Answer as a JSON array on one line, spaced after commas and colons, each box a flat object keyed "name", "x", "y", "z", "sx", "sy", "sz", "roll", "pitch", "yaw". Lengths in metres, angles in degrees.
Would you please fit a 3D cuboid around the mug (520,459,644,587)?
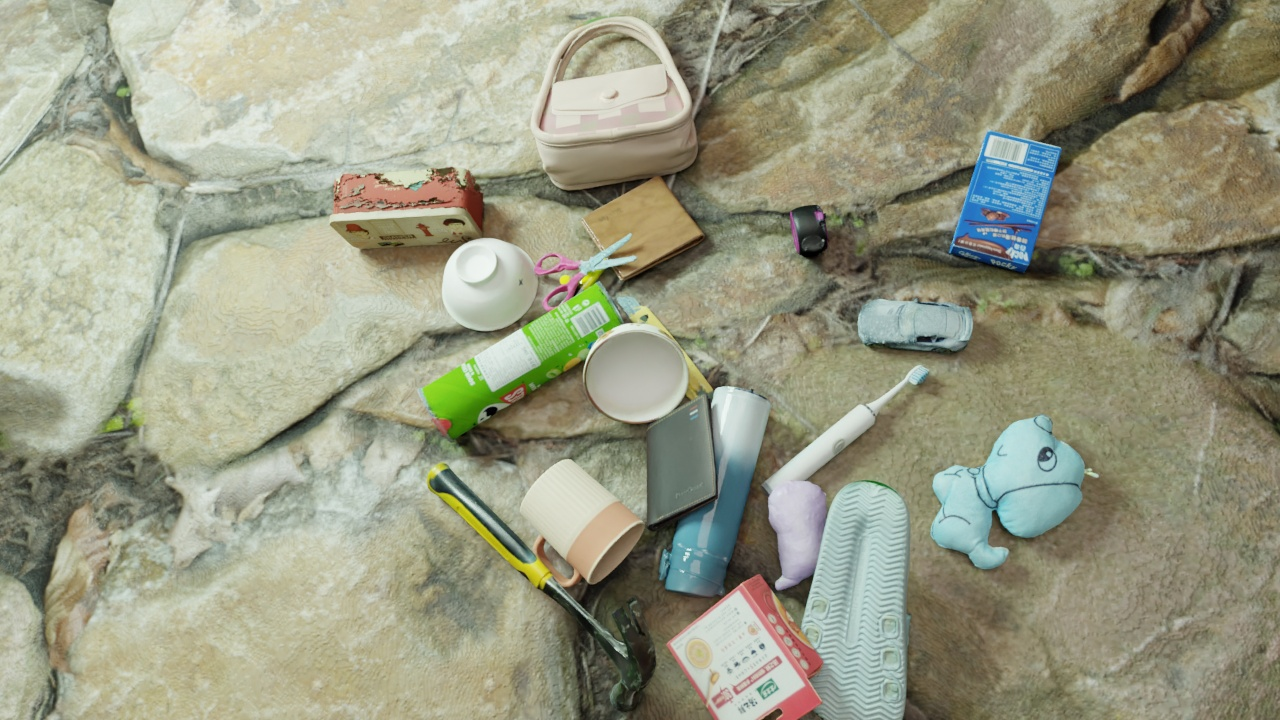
[{"name": "mug", "x": -0.069, "y": 0.178, "z": 0.958, "sx": 0.106, "sy": 0.081, "sz": 0.115, "roll": 40, "pitch": 109, "yaw": 20}]

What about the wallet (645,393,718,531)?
[{"name": "wallet", "x": 0.041, "y": 0.106, "z": 0.952, "sx": 0.097, "sy": 0.020, "sz": 0.122, "roll": -35, "pitch": 42, "yaw": 36}]

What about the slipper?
[{"name": "slipper", "x": 0.213, "y": 0.238, "z": 0.893, "sx": 0.104, "sy": 0.074, "sz": 0.245, "roll": 6, "pitch": 88, "yaw": 19}]

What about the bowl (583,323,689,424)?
[{"name": "bowl", "x": -0.006, "y": 0.006, "z": 1.002, "sx": 0.113, "sy": 0.113, "sz": 0.062, "roll": -12, "pitch": 28, "yaw": 3}]

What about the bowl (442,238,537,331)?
[{"name": "bowl", "x": -0.185, "y": -0.100, "z": 1.073, "sx": 0.118, "sy": 0.065, "sz": 0.118, "roll": -3, "pitch": 70, "yaw": 7}]

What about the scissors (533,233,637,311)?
[{"name": "scissors", "x": -0.067, "y": -0.116, "z": 1.070, "sx": 0.137, "sy": 0.017, "sz": 0.096, "roll": -36, "pitch": 61, "yaw": 9}]

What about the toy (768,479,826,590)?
[{"name": "toy", "x": 0.168, "y": 0.174, "z": 0.937, "sx": 0.084, "sy": 0.039, "sz": 0.108, "roll": -12, "pitch": 86, "yaw": 0}]

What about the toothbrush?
[{"name": "toothbrush", "x": 0.220, "y": 0.075, "z": 0.978, "sx": 0.221, "sy": 0.027, "sz": 0.026, "roll": -38, "pitch": 40, "yaw": -7}]

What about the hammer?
[{"name": "hammer", "x": -0.108, "y": 0.212, "z": 0.940, "sx": 0.323, "sy": 0.126, "sz": 0.031, "roll": 38, "pitch": 44, "yaw": 24}]

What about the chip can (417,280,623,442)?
[{"name": "chip can", "x": -0.129, "y": 0.001, "z": 1.025, "sx": 0.236, "sy": 0.072, "sz": 0.072, "roll": -32, "pitch": 70, "yaw": -4}]

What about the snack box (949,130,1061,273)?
[{"name": "snack box", "x": 0.414, "y": -0.181, "z": 1.042, "sx": 0.084, "sy": 0.026, "sz": 0.157, "roll": 18, "pitch": 74, "yaw": 14}]

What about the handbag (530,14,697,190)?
[{"name": "handbag", "x": -0.034, "y": -0.333, "z": 1.135, "sx": 0.193, "sy": 0.093, "sz": 0.233, "roll": -6, "pitch": 62, "yaw": 4}]

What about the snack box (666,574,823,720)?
[{"name": "snack box", "x": 0.105, "y": 0.292, "z": 0.880, "sx": 0.113, "sy": 0.044, "sz": 0.127, "roll": -45, "pitch": 68, "yaw": 26}]

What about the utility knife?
[{"name": "utility knife", "x": 0.029, "y": -0.012, "z": 1.043, "sx": 0.031, "sy": 0.019, "sz": 0.173, "roll": -34, "pitch": 65, "yaw": -11}]

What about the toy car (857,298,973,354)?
[{"name": "toy car", "x": 0.300, "y": -0.039, "z": 1.003, "sx": 0.121, "sy": 0.037, "sz": 0.054, "roll": 4, "pitch": 71, "yaw": 12}]

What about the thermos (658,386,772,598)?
[{"name": "thermos", "x": 0.078, "y": 0.137, "z": 0.953, "sx": 0.070, "sy": 0.070, "sz": 0.220, "roll": 14, "pitch": 73, "yaw": 12}]

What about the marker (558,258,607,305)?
[{"name": "marker", "x": -0.079, "y": -0.073, "z": 1.077, "sx": 0.018, "sy": 0.015, "sz": 0.124, "roll": 34, "pitch": 81, "yaw": 22}]

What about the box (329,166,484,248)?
[{"name": "box", "x": -0.278, "y": -0.190, "z": 1.103, "sx": 0.168, "sy": 0.091, "sz": 0.079, "roll": -3, "pitch": 74, "yaw": 6}]

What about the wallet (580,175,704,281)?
[{"name": "wallet", "x": 0.002, "y": -0.157, "z": 1.086, "sx": 0.115, "sy": 0.020, "sz": 0.101, "roll": -30, "pitch": 68, "yaw": -12}]

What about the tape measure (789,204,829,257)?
[{"name": "tape measure", "x": 0.194, "y": -0.148, "z": 1.043, "sx": 0.039, "sy": 0.057, "sz": 0.058, "roll": -12, "pitch": 85, "yaw": 6}]

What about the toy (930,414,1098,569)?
[{"name": "toy", "x": 0.376, "y": 0.131, "z": 0.925, "sx": 0.156, "sy": 0.050, "sz": 0.161, "roll": 3, "pitch": 76, "yaw": 11}]
